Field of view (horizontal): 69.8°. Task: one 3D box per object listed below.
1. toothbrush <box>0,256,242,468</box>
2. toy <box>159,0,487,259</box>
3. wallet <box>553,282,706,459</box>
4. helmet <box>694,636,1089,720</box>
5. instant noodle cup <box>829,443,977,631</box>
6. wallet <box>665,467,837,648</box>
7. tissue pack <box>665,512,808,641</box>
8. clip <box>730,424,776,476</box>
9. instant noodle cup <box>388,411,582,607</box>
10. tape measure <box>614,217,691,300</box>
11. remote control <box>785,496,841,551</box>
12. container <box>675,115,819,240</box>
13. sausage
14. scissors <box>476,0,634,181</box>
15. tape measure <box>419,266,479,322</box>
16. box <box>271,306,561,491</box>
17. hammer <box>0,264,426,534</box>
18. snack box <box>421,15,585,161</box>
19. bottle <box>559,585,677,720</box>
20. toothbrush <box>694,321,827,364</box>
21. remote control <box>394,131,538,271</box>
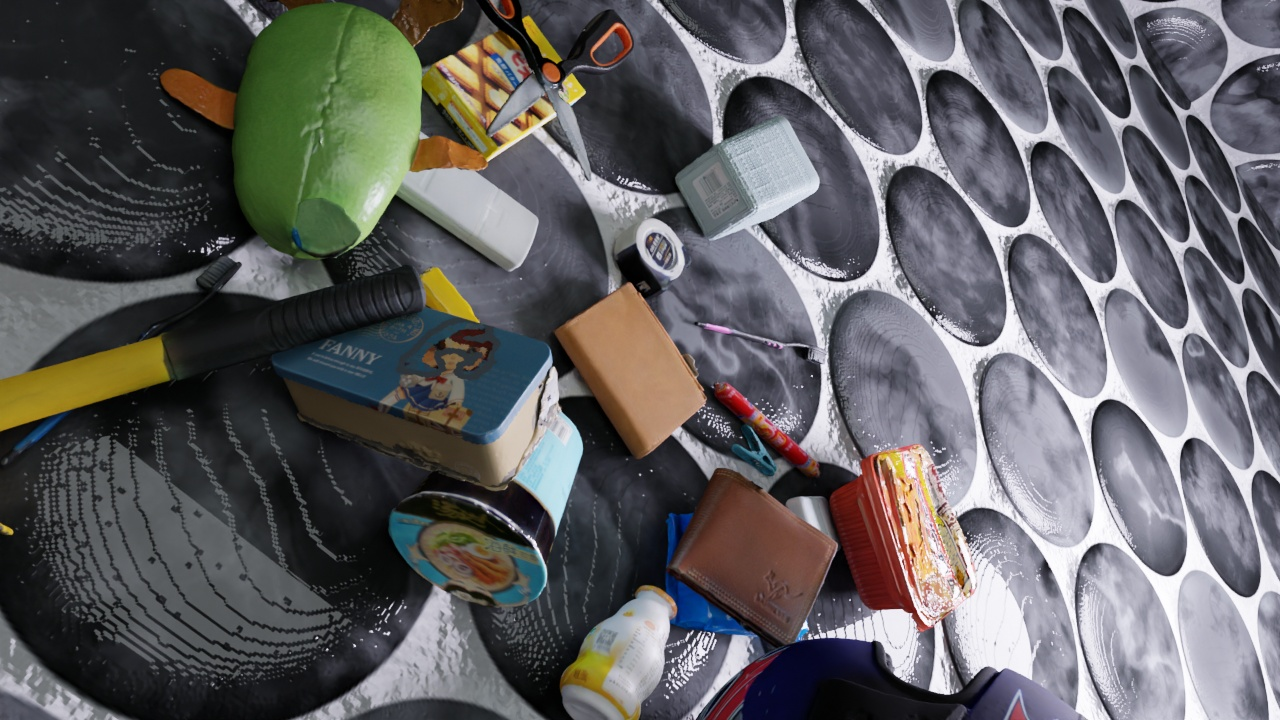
[{"bbox_3d":[-0.309,-0.006,0.554,0.016,0.014,0.189,45,49,-15],"label":"toothbrush"},{"bbox_3d":[-0.220,-0.178,0.654,0.227,0.090,0.246,11,69,-9],"label":"toy"},{"bbox_3d":[-0.005,0.005,0.800,0.107,0.031,0.132,-38,98,-41],"label":"wallet"},{"bbox_3d":[0.150,0.314,0.643,0.240,0.248,0.314,29,44,29],"label":"helmet"},{"bbox_3d":[0.253,0.171,0.897,0.188,0.079,0.164,2,69,-57],"label":"instant noodle cup"},{"bbox_3d":[0.089,0.157,0.731,0.124,0.032,0.101,36,61,-11],"label":"wallet"},{"bbox_3d":[0.081,0.185,0.777,0.157,0.052,0.094,19,62,-34],"label":"tissue pack"},{"bbox_3d":[0.110,0.089,0.873,0.054,0.013,0.033,48,48,-11],"label":"clip"},{"bbox_3d":[-0.097,0.090,0.639,0.111,0.111,0.120,44,40,-17],"label":"instant noodle cup"},{"bbox_3d":[0.009,-0.098,0.857,0.066,0.034,0.065,54,44,-11],"label":"tape measure"},{"bbox_3d":[0.159,0.153,0.842,0.136,0.020,0.056,20,51,-68],"label":"remote control"},{"bbox_3d":[0.107,-0.184,0.944,0.111,0.090,0.090,-31,92,-41],"label":"container"},{"bbox_3d":[0.125,0.069,0.890,0.156,0.020,0.020,40,50,-20],"label":"sausage"},{"bbox_3d":[-0.083,-0.270,0.823,0.220,0.022,0.234,-34,95,-40],"label":"scissors"},{"bbox_3d":[-0.146,-0.035,0.676,0.060,0.057,0.028,51,49,-5],"label":"tape measure"},{"bbox_3d":[-0.147,0.014,0.594,0.184,0.062,0.089,16,48,16],"label":"box"},{"bbox_3d":[-0.268,-0.001,0.521,0.300,0.033,0.128,-21,85,-27],"label":"hammer"},{"bbox_3d":[-0.119,-0.242,0.813,0.087,0.034,0.140,52,44,-11],"label":"snack box"},{"bbox_3d":[-0.011,0.217,0.674,0.063,0.063,0.108,49,47,-12],"label":"bottle"},{"bbox_3d":[0.126,-0.018,0.937,0.189,0.014,0.017,11,76,-37],"label":"toothbrush"},{"bbox_3d":[-0.151,-0.133,0.742,0.150,0.021,0.058,35,52,-25],"label":"remote control"}]
